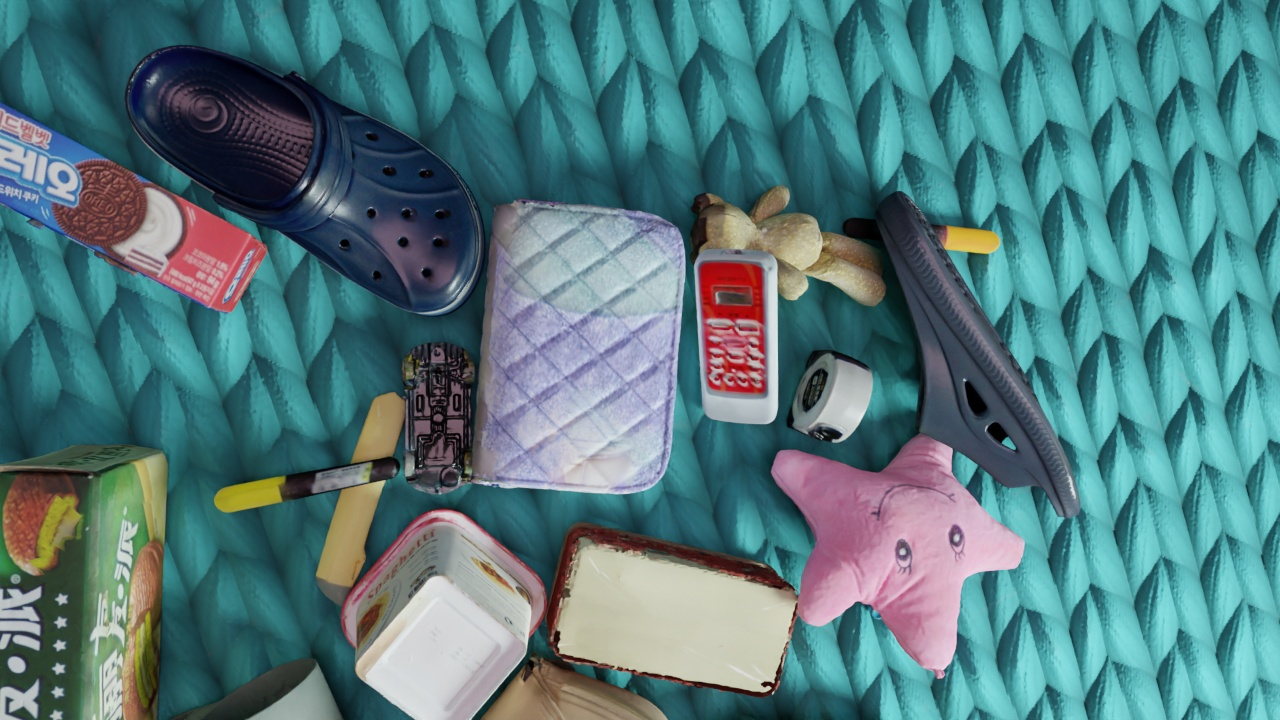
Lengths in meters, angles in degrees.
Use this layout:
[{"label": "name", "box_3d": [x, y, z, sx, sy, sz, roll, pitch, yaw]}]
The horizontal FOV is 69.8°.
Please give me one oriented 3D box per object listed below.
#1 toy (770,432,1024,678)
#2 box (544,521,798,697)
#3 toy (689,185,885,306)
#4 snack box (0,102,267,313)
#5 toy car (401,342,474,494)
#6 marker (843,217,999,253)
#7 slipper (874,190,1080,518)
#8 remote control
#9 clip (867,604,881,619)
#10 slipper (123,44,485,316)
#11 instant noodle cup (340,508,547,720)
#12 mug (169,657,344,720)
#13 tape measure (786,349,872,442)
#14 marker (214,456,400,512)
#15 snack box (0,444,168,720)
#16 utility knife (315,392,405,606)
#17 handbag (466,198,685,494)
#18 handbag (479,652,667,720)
[{"label": "toy", "box_3d": [0.196, 0.137, 0.665, 0.194, 0.075, 0.178, -4, 66, -18]}, {"label": "box", "box_3d": [0.023, 0.175, 0.648, 0.168, 0.079, 0.091, 15, 90, -11]}, {"label": "toy", "box_3d": [0.109, -0.077, 0.669, 0.157, 0.066, 0.105, 13, 57, -14]}, {"label": "snack box", "box_3d": [-0.350, -0.102, 0.583, 0.207, 0.057, 0.058, 28, 84, -9]}, {"label": "toy car", "box_3d": [-0.141, 0.040, 0.637, 0.049, 0.031, 0.105, 0, 94, -14]}, {"label": "marker", "box_3d": [0.216, -0.097, 0.706, 0.124, 0.015, 0.018, 5, 90, -8]}, {"label": "slipper", "box_3d": [0.231, 0.005, 0.679, 0.083, 0.110, 0.268, -30, 97, 23]}, {"label": "remote control", "box_3d": [0.068, -0.014, 0.642, 0.056, 0.020, 0.136, 4, 123, 15]}, {"label": "clip", "box_3d": [0.198, 0.178, 0.708, 0.055, 0.038, 0.013, -43, 96, 0]}, {"label": "slipper", "box_3d": [-0.210, -0.125, 0.590, 0.253, 0.095, 0.105, 31, 89, -6]}, {"label": "instant noodle cup", "box_3d": [-0.128, 0.174, 0.598, 0.116, 0.124, 0.116, 42, 85, -9]}, {"label": "mug", "box_3d": [-0.248, 0.271, 0.610, 0.124, 0.083, 0.103, -22, 97, 18]}, {"label": "tape measure", "box_3d": [0.139, 0.027, 0.670, 0.033, 0.066, 0.065, 20, 88, -12]}, {"label": "marker", "box_3d": [-0.226, 0.084, 0.626, 0.124, 0.015, 0.018, -11, 87, -4]}, {"label": "snack box", "box_3d": [-0.346, 0.177, 0.564, 0.063, 0.114, 0.240, 3, 91, -10]}, {"label": "utility knife", "box_3d": [-0.193, 0.095, 0.639, 0.031, 0.018, 0.151, 18, 91, -14]}, {"label": "handbag", "box_3d": [-0.043, -0.007, 0.629, 0.134, 0.075, 0.194, 6, 87, -6]}, {"label": "handbag", "box_3d": [-0.070, 0.309, 0.630, 0.148, 0.100, 0.204, 41, 85, -1]}]
